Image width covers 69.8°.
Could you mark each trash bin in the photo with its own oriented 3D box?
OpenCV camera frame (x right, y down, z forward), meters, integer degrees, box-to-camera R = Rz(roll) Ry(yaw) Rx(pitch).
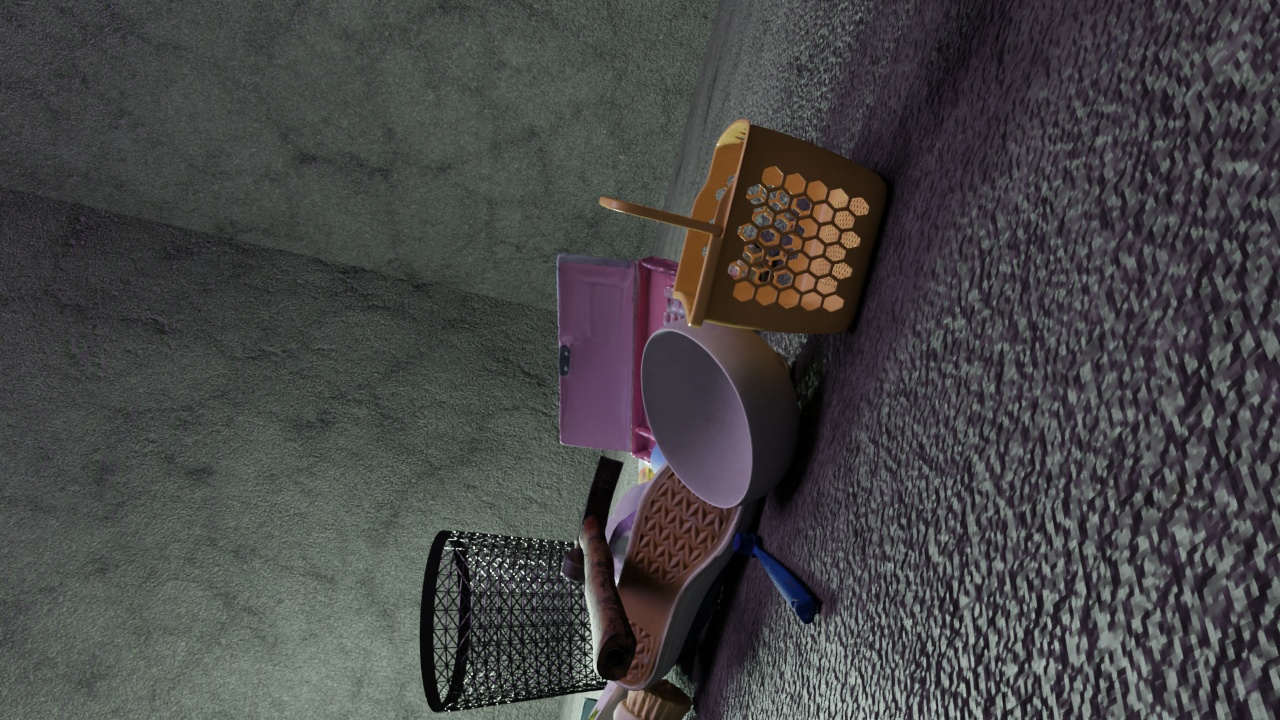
[{"bbox_3d":[-0.124,0.317,1.132,0.217,0.243,0.217,11,-103,-89],"label":"trash bin"}]

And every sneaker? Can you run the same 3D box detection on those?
[{"bbox_3d":[0.039,0.161,0.754,0.079,0.087,0.236,-4,-58,-53],"label":"sneaker"}]

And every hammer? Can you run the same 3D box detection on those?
[{"bbox_3d":[-0.030,0.162,0.730,0.330,0.033,0.120,-144,69,-83],"label":"hammer"}]

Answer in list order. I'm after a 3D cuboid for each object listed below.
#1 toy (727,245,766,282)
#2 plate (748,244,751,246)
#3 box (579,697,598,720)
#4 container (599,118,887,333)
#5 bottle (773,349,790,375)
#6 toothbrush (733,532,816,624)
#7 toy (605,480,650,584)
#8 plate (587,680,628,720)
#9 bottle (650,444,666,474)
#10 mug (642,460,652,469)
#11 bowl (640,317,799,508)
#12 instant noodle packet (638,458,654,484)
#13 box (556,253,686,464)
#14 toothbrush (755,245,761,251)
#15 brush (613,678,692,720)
[{"bbox_3d":[0.094,-0.069,0.876,0.112,0.050,0.087,-28,-44,-49],"label":"toy"},{"bbox_3d":[0.081,-0.055,1.015,0.173,0.019,0.173,29,-97,-88],"label":"plate"},{"bbox_3d":[-0.048,0.491,1.053,0.079,0.077,0.188,-21,53,66],"label":"box"},{"bbox_3d":[0.055,-0.093,0.612,0.183,0.167,0.129,-93,16,-80],"label":"container"},{"bbox_3d":[0.085,0.032,0.723,0.110,0.042,0.042,109,172,-56],"label":"bottle"},{"bbox_3d":[0.082,0.135,0.591,0.190,0.017,0.016,-175,96,-87],"label":"toothbrush"},{"bbox_3d":[0.005,0.184,0.926,0.137,0.085,0.209,-58,0,-7],"label":"toy"},{"bbox_3d":[0.005,0.294,0.914,0.229,0.030,0.229,-58,-7,-11],"label":"plate"},{"bbox_3d":[0.053,0.104,0.885,0.131,0.048,0.048,-175,98,-71],"label":"bottle"},{"bbox_3d":[0.034,0.084,1.073,0.124,0.076,0.090,120,163,-79],"label":"mug"},{"bbox_3d":[0.062,0.030,0.643,0.132,0.064,0.132,40,140,44],"label":"bowl"},{"bbox_3d":[0.016,0.196,1.145,0.147,0.057,0.268,95,-178,-46],"label":"instant noodle packet"},{"bbox_3d":[-0.003,0.003,0.973,0.055,0.180,0.233,-41,-40,-55],"label":"box"},{"bbox_3d":[0.099,-0.026,0.948,0.017,0.014,0.188,-122,44,-74],"label":"toothbrush"},{"bbox_3d":[0.001,0.358,0.866,0.077,0.062,0.273,-48,-18,-30],"label":"brush"}]
